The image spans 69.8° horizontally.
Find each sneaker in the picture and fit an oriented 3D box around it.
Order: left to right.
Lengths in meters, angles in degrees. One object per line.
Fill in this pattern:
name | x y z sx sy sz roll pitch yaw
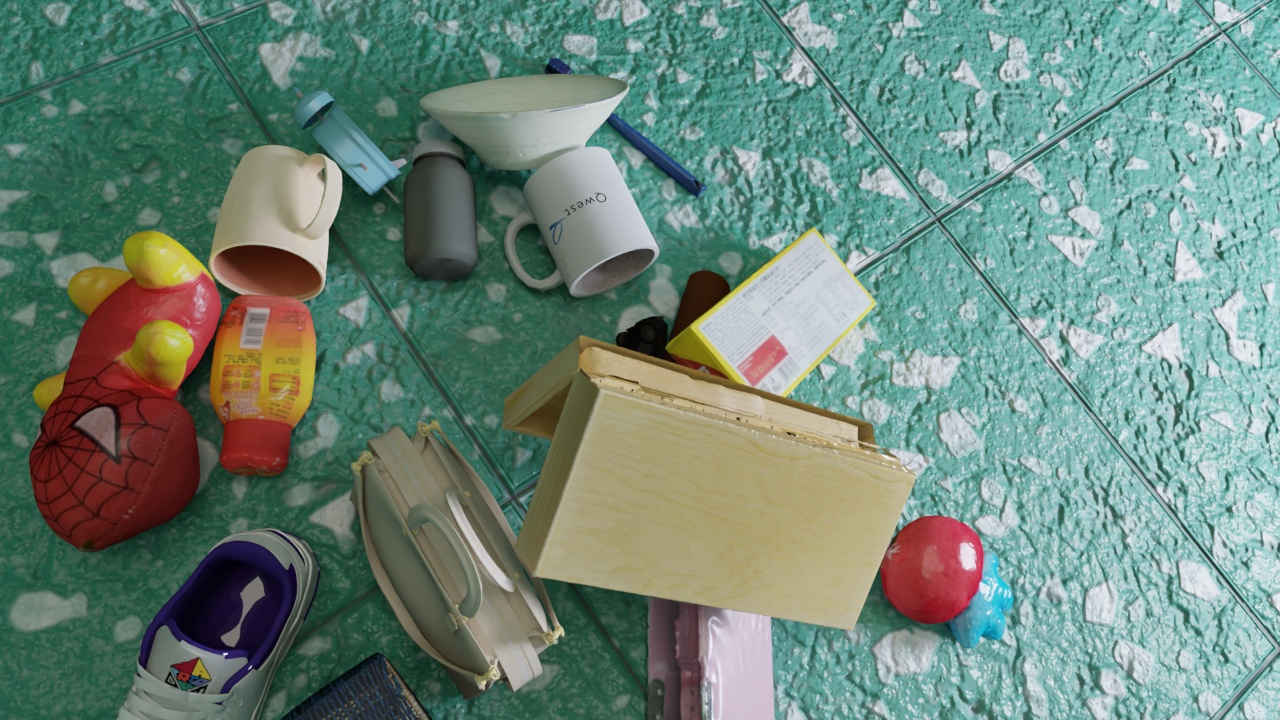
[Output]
sneaker | -0.290 0.218 0.589 0.092 0.111 0.243 25 68 -4

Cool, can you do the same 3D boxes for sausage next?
sausage | 0.043 -0.013 0.770 0.040 0.040 0.155 22 54 -5

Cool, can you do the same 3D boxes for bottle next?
bottle | -0.286 0.020 0.693 0.071 0.049 0.134 3 70 -14
bottle | -0.167 -0.125 0.764 0.060 0.060 0.108 -1 72 -13

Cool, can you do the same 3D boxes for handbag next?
handbag | -0.124 0.129 0.611 0.101 0.198 0.194 -30 80 -20

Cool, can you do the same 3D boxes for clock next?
clock | -0.242 -0.184 0.751 0.042 0.087 0.123 -44 71 -4

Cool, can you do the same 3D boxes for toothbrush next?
toothbrush | -0.014 -0.219 0.855 0.190 0.017 0.016 40 67 3

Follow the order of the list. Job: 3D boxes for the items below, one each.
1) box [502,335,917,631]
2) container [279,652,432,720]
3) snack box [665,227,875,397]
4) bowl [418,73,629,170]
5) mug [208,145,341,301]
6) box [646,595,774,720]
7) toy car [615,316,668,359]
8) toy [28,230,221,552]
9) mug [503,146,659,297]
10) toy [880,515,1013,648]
box | 0.046 0.074 0.633 0.248 0.142 0.179 17 28 -26
container | -0.143 0.283 0.582 0.071 0.146 0.187 -34 82 -25
snack box | 0.115 -0.031 0.771 0.092 0.042 0.200 50 50 1
bowl | -0.096 -0.201 0.785 0.176 0.176 0.058 -12 117 -17
mug | -0.274 -0.115 0.714 0.085 0.112 0.104 30 46 -48
box | 0.049 0.254 0.697 0.099 0.080 0.232 18 64 -44
toy car | -0.005 0.004 0.768 0.036 0.042 0.091 34 65 -24
toy | -0.355 0.026 0.639 0.098 0.148 0.216 18 61 -44
mug | -0.058 -0.108 0.780 0.120 0.083 0.096 -28 78 9
toy | 0.256 0.182 0.759 0.133 0.062 0.092 35 79 -18
